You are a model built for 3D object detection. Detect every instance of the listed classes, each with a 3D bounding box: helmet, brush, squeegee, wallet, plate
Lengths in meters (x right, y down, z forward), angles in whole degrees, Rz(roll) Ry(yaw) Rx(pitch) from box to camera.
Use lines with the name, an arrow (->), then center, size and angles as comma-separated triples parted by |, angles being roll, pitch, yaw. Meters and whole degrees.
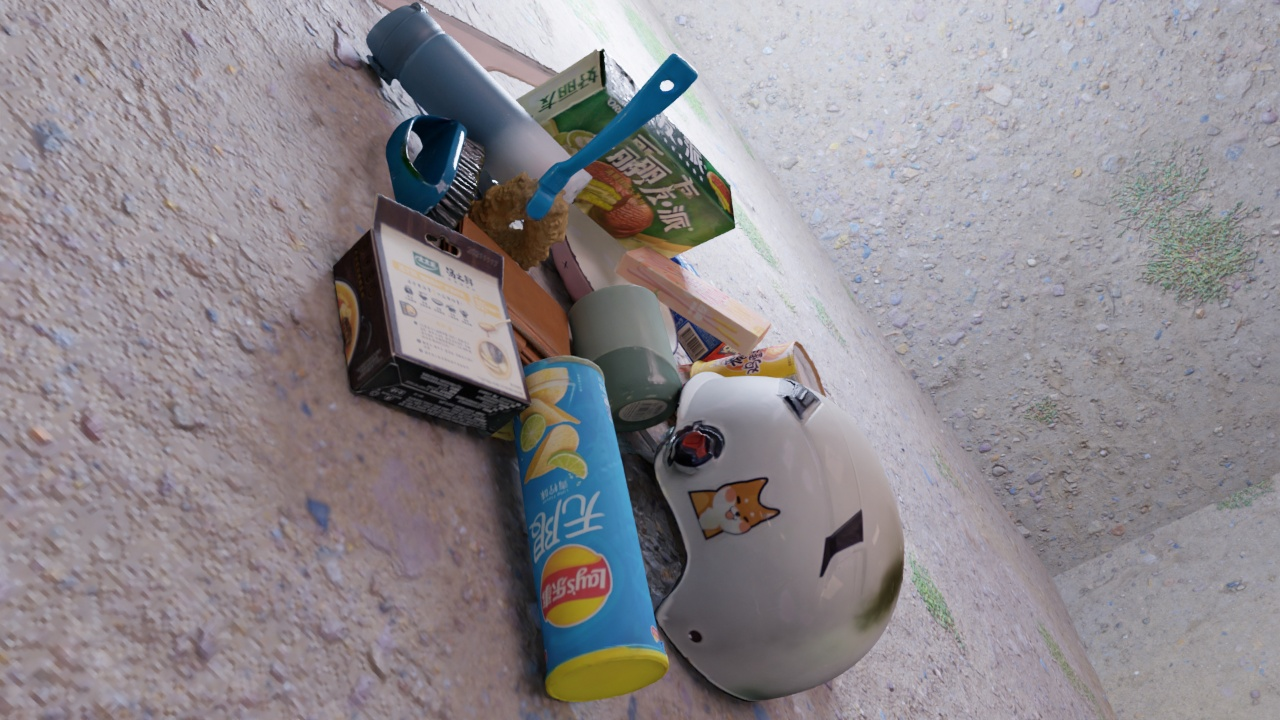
helmet -> 0.127, 0.130, 0.737 | 0.230, 0.157, 0.273 | 37, 51, -47
brush -> -0.164, -0.152, 0.716 | 0.073, 0.055, 0.143 | 46, 23, -30
brush -> -0.050, -0.149, 0.714 | 0.083, 0.255, 0.045 | 33, 46, -26
squeegee -> -0.152, -0.227, 0.888 | 0.247, 0.040, 0.249 | 18, 47, -38
wallet -> -0.105, -0.046, 0.731 | 0.132, 0.031, 0.107 | 44, 20, -33
plate -> -0.033, -0.076, 0.934 | 0.192, 0.039, 0.192 | 47, 22, -26

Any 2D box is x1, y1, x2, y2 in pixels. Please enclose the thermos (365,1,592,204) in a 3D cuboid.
thermos -> -0.142, -0.213, 0.800 | 0.220, 0.070, 0.070 | 44, 22, -7

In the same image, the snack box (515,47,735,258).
snack box -> -0.012, -0.192, 0.915 | 0.240, 0.115, 0.063 | 36, 41, -46

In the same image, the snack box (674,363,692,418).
snack box -> 0.069, 0.041, 1.012 | 0.077, 0.027, 0.155 | 60, 20, 9

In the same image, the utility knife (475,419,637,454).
utility knife -> -0.058, 0.055, 0.702 | 0.212, 0.022, 0.031 | 12, 48, -54

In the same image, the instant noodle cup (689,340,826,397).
instant noodle cup -> 0.128, 0.047, 0.937 | 0.138, 0.110, 0.137 | 52, 26, -39

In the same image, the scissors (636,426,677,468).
scissors -> 0.050, 0.124, 0.853 | 0.170, 0.019, 0.180 | 23, 40, -60

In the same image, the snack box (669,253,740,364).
snack box -> 0.040, -0.082, 1.049 | 0.058, 0.057, 0.207 | 21, 31, -58

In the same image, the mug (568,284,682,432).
mug -> -0.005, 0.005, 0.801 | 0.111, 0.082, 0.106 | 27, 41, -52

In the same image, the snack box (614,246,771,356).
snack box -> 0.055, -0.062, 0.926 | 0.157, 0.026, 0.084 | 32, 19, 8

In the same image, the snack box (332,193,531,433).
snack box -> -0.132, -0.027, 0.592 | 0.113, 0.053, 0.125 | 25, 36, -47

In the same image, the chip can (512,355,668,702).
chip can -> -0.038, 0.100, 0.581 | 0.071, 0.071, 0.210 | 35, 33, -47
